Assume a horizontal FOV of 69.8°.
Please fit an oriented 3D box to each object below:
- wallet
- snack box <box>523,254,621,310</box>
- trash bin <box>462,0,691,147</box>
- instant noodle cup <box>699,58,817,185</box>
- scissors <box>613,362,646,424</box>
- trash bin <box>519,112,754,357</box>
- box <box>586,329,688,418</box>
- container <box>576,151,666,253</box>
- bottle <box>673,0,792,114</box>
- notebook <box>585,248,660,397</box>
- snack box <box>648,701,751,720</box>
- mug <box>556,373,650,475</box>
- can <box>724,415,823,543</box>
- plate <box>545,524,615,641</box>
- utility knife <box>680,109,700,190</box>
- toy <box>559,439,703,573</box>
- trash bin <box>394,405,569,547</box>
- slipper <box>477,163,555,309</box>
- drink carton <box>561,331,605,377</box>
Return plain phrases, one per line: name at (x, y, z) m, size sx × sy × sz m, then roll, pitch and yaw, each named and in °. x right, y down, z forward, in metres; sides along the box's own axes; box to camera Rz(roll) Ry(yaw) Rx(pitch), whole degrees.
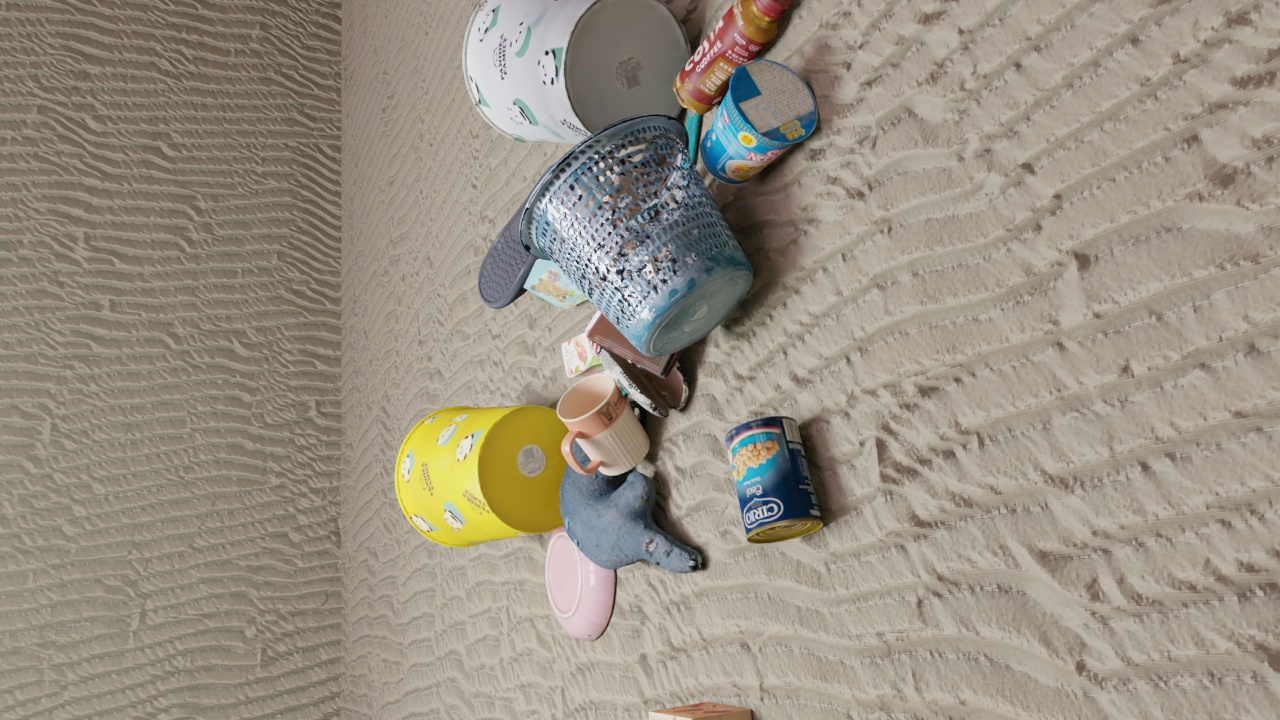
wallet at (0.005, -0.045, 1.112) m, size 0.124 × 0.032 × 0.101 m, roll 27°, pitch 87°, yaw 31°
snack box at (-0.098, -0.126, 1.325) m, size 0.175 × 0.074 × 0.051 m, roll -17°, pitch 47°, yaw 60°
trash bin at (-0.078, -0.384, 1.191) m, size 0.252 × 0.229 × 0.230 m, roll 30°, pitch 113°, yaw 53°
instant noodle cup at (0.115, -0.241, 0.958) m, size 0.110 × 0.099 × 0.099 m, roll 135°, pitch 131°, yaw -62°
scissors at (-0.042, 0.052, 1.262) m, size 0.162 × 0.014 × 0.165 m, roll 54°, pitch 139°, yaw 33°
trash bin at (0.012, -0.120, 1.009) m, size 0.195 × 0.226 × 0.227 m, roll 55°, pitch 137°, yaw 18°
box at (-0.012, 0.011, 1.146) m, size 0.163 × 0.086 × 0.076 m, roll 48°, pitch 148°, yaw 33°
container at (-0.038, -0.207, 1.199) m, size 0.090 × 0.089 × 0.111 m, roll 34°, pitch 111°, yaw 44°
bottle at (0.102, -0.348, 1.017) m, size 0.175 × 0.057 × 0.057 m, roll -41°, pitch 53°, yaw 53°
notebook at (-0.019, -0.038, 1.252) m, size 0.210 × 0.012 × 0.150 m, roll -50°, pitch 47°, yaw 48°
snack box at (0.066, 0.424, 0.987) m, size 0.095 × 0.077 × 0.092 m, roll -25°, pitch 65°, yaw 57°
mug at (-0.052, 0.093, 1.160) m, size 0.082 × 0.106 × 0.114 m, roll -1°, pitch 42°, yaw 42°
can at (0.130, 0.117, 0.905) m, size 0.076 × 0.075 × 0.111 m, roll -44°, pitch 49°, yaw 51°
plate at (-0.097, 0.309, 1.330) m, size 0.193 × 0.039 × 0.192 m, roll -10°, pitch 79°, yaw 60°
utility knife at (0.065, -0.295, 1.123) m, size 0.029 × 0.013 × 0.174 m, roll 22°, pitch 107°, yaw 61°
toy at (-0.038, 0.194, 1.200) m, size 0.138 × 0.091 × 0.356 m, roll -53°, pitch 37°, yaw 3°
trash bin at (-0.219, 0.171, 1.393) m, size 0.256 × 0.229 × 0.229 m, roll -14°, pitch 75°, yaw 55°
slipper at (-0.162, -0.188, 1.471) m, size 0.269 × 0.083 × 0.110 m, roll -55°, pitch 48°, yaw 18°
drink carton at (-0.063, -0.013, 1.270) m, size 0.123 × 0.045 × 0.053 m, roll -22°, pitch 76°, yaw 60°
